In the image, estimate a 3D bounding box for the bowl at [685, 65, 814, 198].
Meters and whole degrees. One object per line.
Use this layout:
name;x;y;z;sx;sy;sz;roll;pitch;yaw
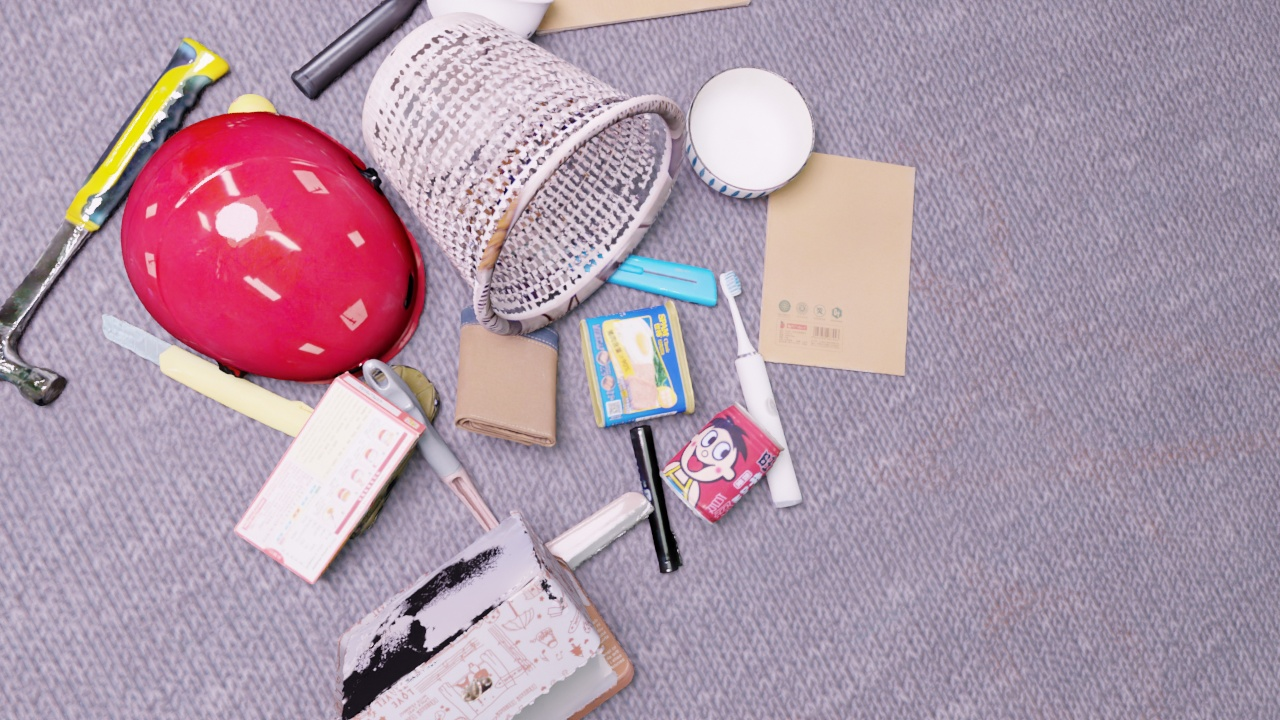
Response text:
bowl;0.094;-0.202;0.844;0.116;0.066;0.116;1;83;-9

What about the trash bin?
trash bin;-0.106;-0.164;0.738;0.192;0.228;0.227;42;78;16

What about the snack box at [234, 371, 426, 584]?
snack box;-0.244;0.093;0.721;0.077;0.027;0.156;36;100;-5

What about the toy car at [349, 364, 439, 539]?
toy car;-0.229;0.075;0.772;0.070;0.042;0.158;29;77;-6

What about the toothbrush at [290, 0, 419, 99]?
toothbrush;-0.224;-0.312;0.821;0.212;0.026;0.027;-46;105;-12

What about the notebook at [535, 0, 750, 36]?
notebook;-0.012;-0.396;0.875;0.211;0.012;0.149;-12;85;-11

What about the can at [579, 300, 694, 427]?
can;-0.005;0.005;0.810;0.083;0.057;0.102;-10;85;-8

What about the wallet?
wallet;-0.110;0.013;0.769;0.090;0.033;0.115;17;49;-27

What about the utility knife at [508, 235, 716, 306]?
utility knife;-0.028;-0.085;0.835;0.204;0.018;0.034;11;83;-7

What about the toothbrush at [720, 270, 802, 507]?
toothbrush;0.107;0.025;0.842;0.026;0.026;0.221;-10;84;-53

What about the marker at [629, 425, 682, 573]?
marker;0.014;0.123;0.818;0.022;0.020;0.132;-11;86;-25

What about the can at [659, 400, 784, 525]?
can;0.072;0.088;0.799;0.094;0.066;0.066;-45;93;1

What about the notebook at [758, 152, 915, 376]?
notebook;0.190;-0.095;0.878;0.147;0.008;0.207;6;83;-10

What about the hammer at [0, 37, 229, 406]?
hammer;-0.455;-0.131;0.758;0.126;0.032;0.323;31;80;-6

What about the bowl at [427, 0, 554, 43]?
bowl;-0.139;-0.303;0.807;0.118;0.118;0.065;13;119;-8

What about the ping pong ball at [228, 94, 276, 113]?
ping pong ball;-0.330;-0.206;0.783;0.040;0.040;0.040;1;84;-10

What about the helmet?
helmet;-0.287;-0.080;0.715;0.240;0.144;0.207;37;90;-11

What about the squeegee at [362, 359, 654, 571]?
squeegee;-0.154;0.099;0.768;0.247;0.040;0.249;-35;107;-8

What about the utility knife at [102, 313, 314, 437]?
utility knife;-0.354;0.016;0.766;0.206;0.021;0.031;29;76;-12

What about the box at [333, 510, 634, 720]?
box;-0.107;0.253;0.710;0.183;0.157;0.193;-35;108;-6
